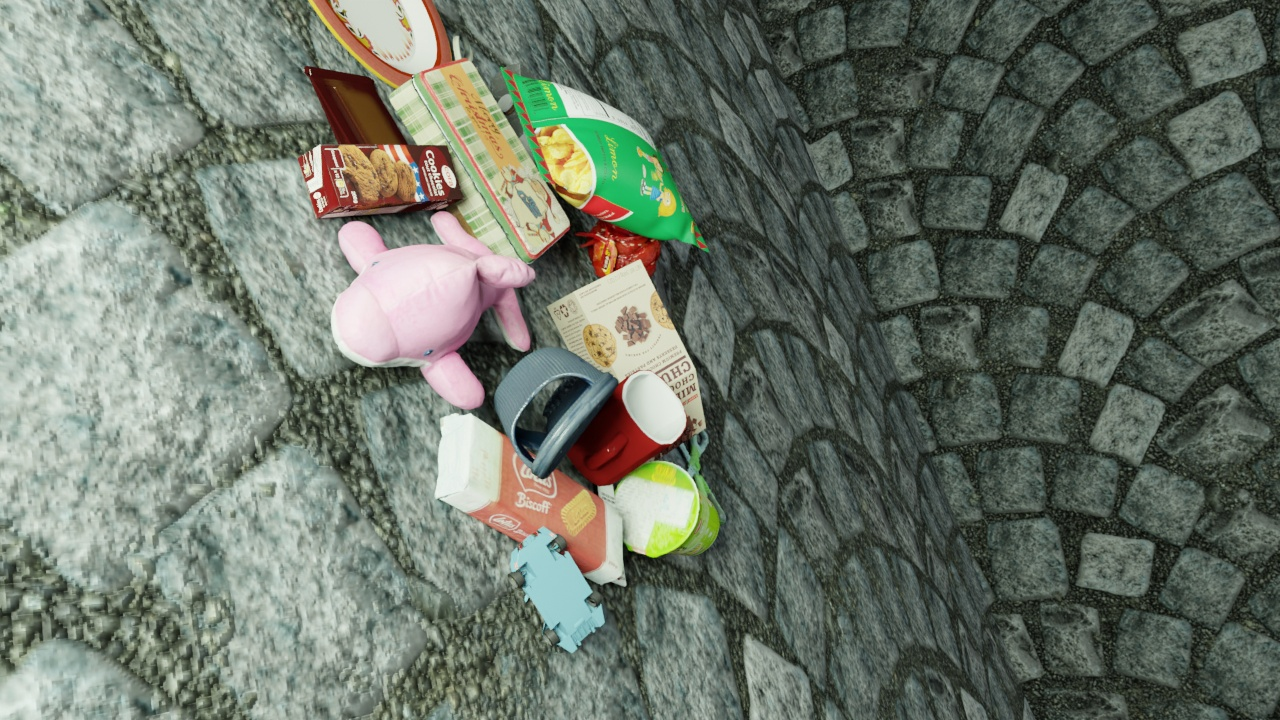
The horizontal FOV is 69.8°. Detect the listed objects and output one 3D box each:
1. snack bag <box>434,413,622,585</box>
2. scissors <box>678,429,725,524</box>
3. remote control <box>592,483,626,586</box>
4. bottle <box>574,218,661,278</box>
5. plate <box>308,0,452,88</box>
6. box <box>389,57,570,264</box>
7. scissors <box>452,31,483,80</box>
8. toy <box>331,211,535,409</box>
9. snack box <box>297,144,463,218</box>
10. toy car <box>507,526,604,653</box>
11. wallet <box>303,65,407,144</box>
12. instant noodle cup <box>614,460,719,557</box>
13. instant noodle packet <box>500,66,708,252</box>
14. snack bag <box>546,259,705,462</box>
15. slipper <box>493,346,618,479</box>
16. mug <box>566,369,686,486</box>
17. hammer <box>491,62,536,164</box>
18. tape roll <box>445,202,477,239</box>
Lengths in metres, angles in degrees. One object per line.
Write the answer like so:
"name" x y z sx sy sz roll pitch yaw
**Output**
"snack bag" -0.092 0.128 0.819 0.225 0.041 0.077 43 34 -44
"scissors" 0.067 0.135 1.179 0.171 0.021 0.171 64 28 -11
"remote control" -0.034 0.168 0.933 0.028 0.012 0.124 35 38 -49
"bottle" -0.025 -0.143 1.153 0.111 0.099 0.098 102 -9 -47
"plate" -0.276 -0.367 0.925 0.230 0.021 0.229 46 30 -37
"box" -0.154 -0.193 0.910 0.205 0.050 0.117 59 24 -13
"scissors" -0.198 -0.308 1.008 0.169 0.012 0.133 -61 137 -75
"toy" -0.153 -0.059 0.763 0.186 0.128 0.265 59 18 -6
"snack box" -0.219 -0.155 0.789 0.140 0.032 0.051 -19 93 -55
"toy car" -0.076 0.194 0.786 0.060 0.028 0.108 -37 106 -31
"wallet" -0.250 -0.214 0.843 0.115 0.018 0.091 64 24 1
"instant noodle cup" 0.035 0.167 0.987 0.108 0.099 0.098 38 35 -59
"instant noodle packet" -0.038 -0.230 1.063 0.252 0.091 0.195 16 40 -42
"snack bag" -0.006 0.006 1.023 0.094 0.070 0.206 -30 96 -32
"slipper" -0.079 0.030 0.814 0.082 0.101 0.263 40 2 -4
"mug" -0.023 0.076 0.920 0.080 0.097 0.116 51 36 -2
"hammer" -0.079 -0.233 1.196 0.322 0.043 0.155 40 34 -49
"tape roll" -0.160 -0.148 0.951 0.094 0.027 0.093 46 30 -37
